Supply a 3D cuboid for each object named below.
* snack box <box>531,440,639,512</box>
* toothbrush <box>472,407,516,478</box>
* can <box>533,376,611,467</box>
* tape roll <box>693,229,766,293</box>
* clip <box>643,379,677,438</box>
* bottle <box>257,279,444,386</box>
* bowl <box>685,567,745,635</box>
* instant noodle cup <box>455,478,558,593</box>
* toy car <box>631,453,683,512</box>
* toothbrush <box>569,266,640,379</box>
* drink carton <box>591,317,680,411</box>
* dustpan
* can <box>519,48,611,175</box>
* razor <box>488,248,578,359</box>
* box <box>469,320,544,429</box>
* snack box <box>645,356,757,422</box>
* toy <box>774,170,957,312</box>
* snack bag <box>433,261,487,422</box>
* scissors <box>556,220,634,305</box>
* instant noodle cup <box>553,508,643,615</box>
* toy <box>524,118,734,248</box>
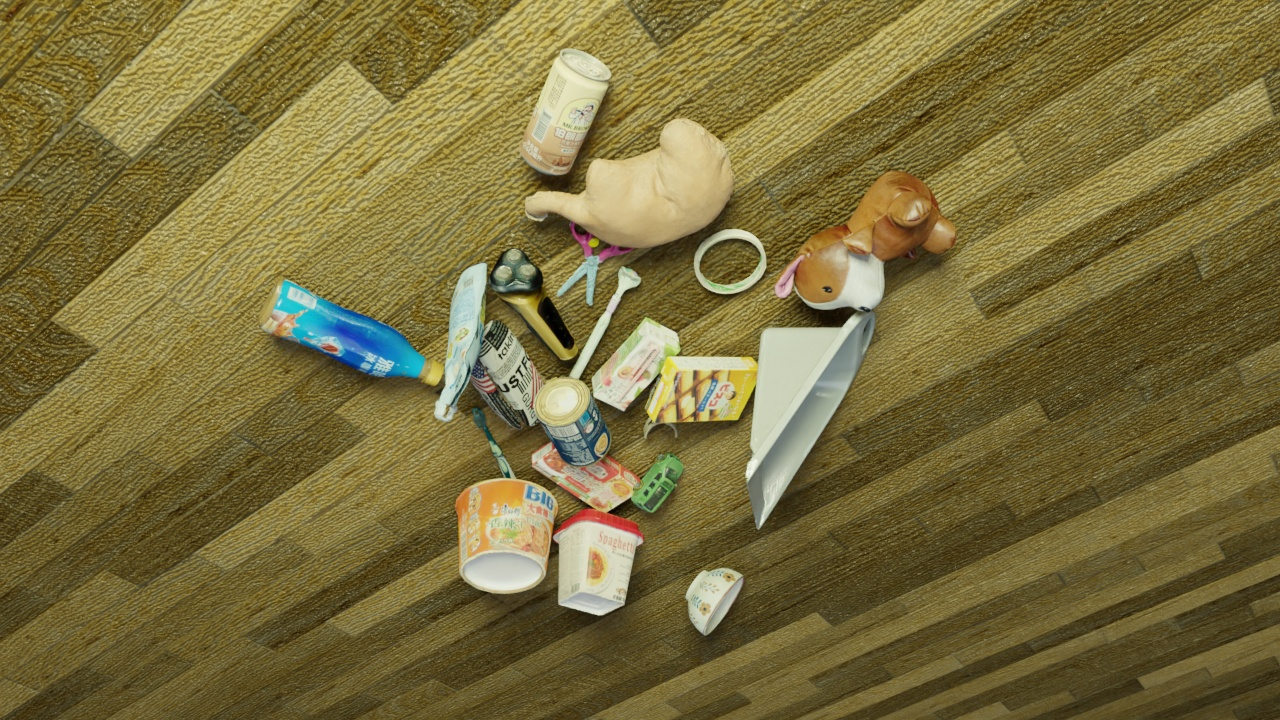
[{"bbox_3d":[-0.077,0.160,1.311,0.075,0.025,0.153,-35,126,23],"label":"snack box"},{"bbox_3d":[-0.198,0.135,1.280,0.016,0.018,0.192,-13,131,5],"label":"toothbrush"},{"bbox_3d":[-0.087,0.080,1.192,0.075,0.075,0.111,-14,143,6],"label":"can"},{"bbox_3d":[0.107,-0.117,1.096,0.086,0.013,0.086,-3,131,-4],"label":"tape roll"},{"bbox_3d":[0.031,0.070,1.241,0.071,0.034,0.100,-2,136,-6],"label":"clip"},{"bbox_3d":[-0.339,-0.024,1.095,0.218,0.065,0.065,26,123,-27],"label":"bottle"},{"bbox_3d":[0.113,0.381,1.490,0.062,0.113,0.114,32,134,23],"label":"bowl"},{"bbox_3d":[-0.194,0.256,1.314,0.151,0.111,0.152,-2,137,-2],"label":"instant noodle cup"},{"bbox_3d":[0.027,0.176,1.315,0.043,0.036,0.091,37,87,-31],"label":"toy car"},{"bbox_3d":[-0.050,-0.039,1.145,0.029,0.020,0.190,34,126,5],"label":"toothbrush"},{"bbox_3d":[-0.007,0.007,1.171,0.053,0.045,0.123,28,122,-26],"label":"drink carton"},{"bbox_3d":[0.215,0.060,1.127,0.143,0.257,0.223,2,156,12],"label":"dustpan"},{"bbox_3d":[-0.077,-0.250,0.930,0.058,0.058,0.117,16,127,-20],"label":"can"},{"bbox_3d":[-0.120,-0.060,1.097,0.068,0.062,0.167,3,144,32],"label":"razor"},{"bbox_3d":[-0.186,0.023,1.164,0.088,0.076,0.163,-2,138,25],"label":"box"},{"bbox_3d":[0.082,0.037,1.184,0.140,0.033,0.087,-1,128,-35],"label":"snack box"},{"bbox_3d":[0.256,-0.119,1.050,0.200,0.130,0.140,-31,147,28],"label":"toy"},{"bbox_3d":[-0.199,-0.022,1.028,0.039,0.190,0.111,24,124,-23],"label":"snack bag"},{"bbox_3d":[-0.047,-0.118,1.076,0.113,0.017,0.135,-4,131,-10],"label":"scissors"},{"bbox_3d":[-0.067,0.300,1.355,0.116,0.124,0.117,23,143,-23],"label":"instant noodle cup"},{"bbox_3d":[-0.009,-0.173,0.987,0.226,0.082,0.143,-22,135,13],"label":"toy"}]
